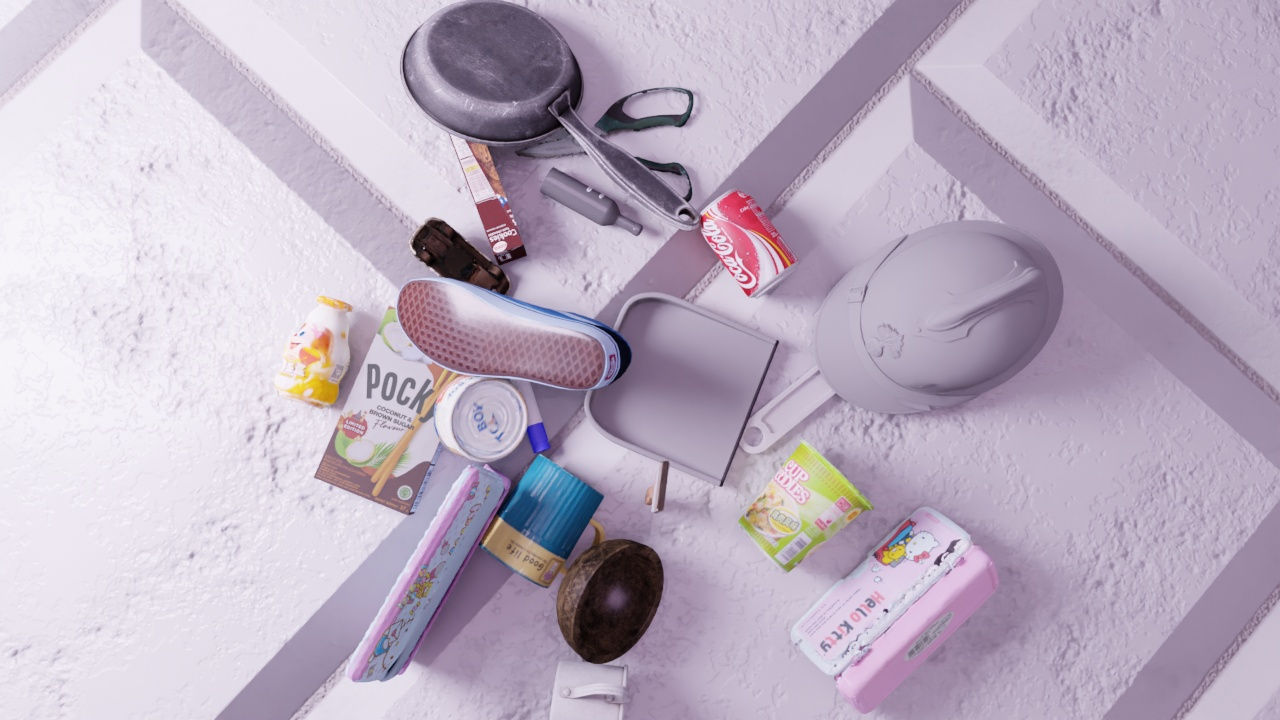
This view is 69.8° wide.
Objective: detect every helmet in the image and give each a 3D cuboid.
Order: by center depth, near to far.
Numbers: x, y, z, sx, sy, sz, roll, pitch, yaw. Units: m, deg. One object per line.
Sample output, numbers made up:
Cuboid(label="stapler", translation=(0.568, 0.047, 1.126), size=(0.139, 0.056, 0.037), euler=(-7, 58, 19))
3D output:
Cuboid(label="helmet", translation=(0.310, -0.048, 0.901), size=(0.271, 0.118, 0.183), euler=(-24, 87, -2))

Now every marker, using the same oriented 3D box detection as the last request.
Cuboid(label="marker", translation=(-0.122, 0.025, 0.943), size=(0.020, 0.020, 0.141), euler=(-18, 84, -5))

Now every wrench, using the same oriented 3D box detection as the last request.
Cuboid(label="wrench", translation=(0.218, 0.015, 0.963), size=(0.273, 0.018, 0.086), euler=(-39, 89, -4))

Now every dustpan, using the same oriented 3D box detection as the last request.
Cuboid(label="dustpan", translation=(-0.006, 0.006, 0.942), size=(0.257, 0.033, 0.163), euler=(22, 83, 4))

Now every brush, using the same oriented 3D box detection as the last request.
Cuboid(label="brush", translation=(0.013, 0.127, 0.877), size=(0.008, 0.143, 0.045), euler=(9, 75, -3))

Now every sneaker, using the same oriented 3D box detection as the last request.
Cuboid(label="sneaker", translation=(-0.120, -0.023, 0.898), size=(0.241, 0.098, 0.083), euler=(16, 100, 19))

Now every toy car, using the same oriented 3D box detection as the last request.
Cuboid(label="toy car", translation=(-0.186, -0.098, 0.946), size=(0.113, 0.040, 0.048), euler=(41, 83, -16))

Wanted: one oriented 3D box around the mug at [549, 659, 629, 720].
Cuboid(label="mug", translation=(-0.048, 0.324, 0.871), size=(0.070, 0.113, 0.084), euler=(7, 54, 0))

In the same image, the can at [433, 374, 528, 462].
Cuboid(label="can", translation=(-0.157, 0.057, 0.908), size=(0.086, 0.043, 0.086), euler=(-3, 95, -31))

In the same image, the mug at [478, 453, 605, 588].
Cuboid(label="mug", translation=(-0.085, 0.164, 0.908), size=(0.113, 0.083, 0.107), euler=(38, 79, -27))

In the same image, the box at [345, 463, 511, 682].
Cuboid(label="box", translation=(-0.192, 0.196, 0.858), size=(0.049, 0.150, 0.214), euler=(29, 84, 4))

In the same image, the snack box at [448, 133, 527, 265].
Cuboid(label="snack box", translation=(-0.158, -0.173, 0.946), size=(0.031, 0.051, 0.141), euler=(-21, 85, -5))

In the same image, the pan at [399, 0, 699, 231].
Cuboid(label="pan", translation=(-0.082, -0.249, 0.935), size=(0.357, 0.055, 0.186), euler=(35, 60, 5))

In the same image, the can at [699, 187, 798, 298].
Cuboid(label="can", translation=(0.110, -0.121, 0.947), size=(0.064, 0.064, 0.105), euler=(-35, 87, -6))

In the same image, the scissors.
Cuboid(label="scissors", translation=(-0.032, -0.212, 0.975), size=(0.209, 0.015, 0.146), euler=(-13, 86, -5))

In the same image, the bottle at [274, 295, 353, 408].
Cuboid(label="bottle", translation=(-0.321, -0.009, 0.916), size=(0.063, 0.063, 0.108), euler=(16, 84, -1))

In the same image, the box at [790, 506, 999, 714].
Cuboid(label="box", translation=(0.254, 0.246, 0.927), size=(0.201, 0.087, 0.102), euler=(-41, 48, -6))

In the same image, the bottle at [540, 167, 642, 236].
Cuboid(label="bottle", translation=(-0.049, -0.162, 0.961), size=(0.113, 0.030, 0.030), euler=(29, 83, 1))

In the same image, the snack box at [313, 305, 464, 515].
Cuboid(label="snack box", translation=(-0.242, 0.050, 0.929), size=(0.101, 0.032, 0.186), euler=(22, 83, 0))

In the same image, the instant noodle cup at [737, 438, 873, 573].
Cuboid(label="instant noodle cup", translation=(0.158, 0.148, 0.911), size=(0.108, 0.099, 0.099), euler=(-45, 88, 1))

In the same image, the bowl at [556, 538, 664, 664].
Cuboid(label="bowl", translation=(-0.039, 0.226, 0.893), size=(0.056, 0.121, 0.121), euler=(19, 81, 41))
